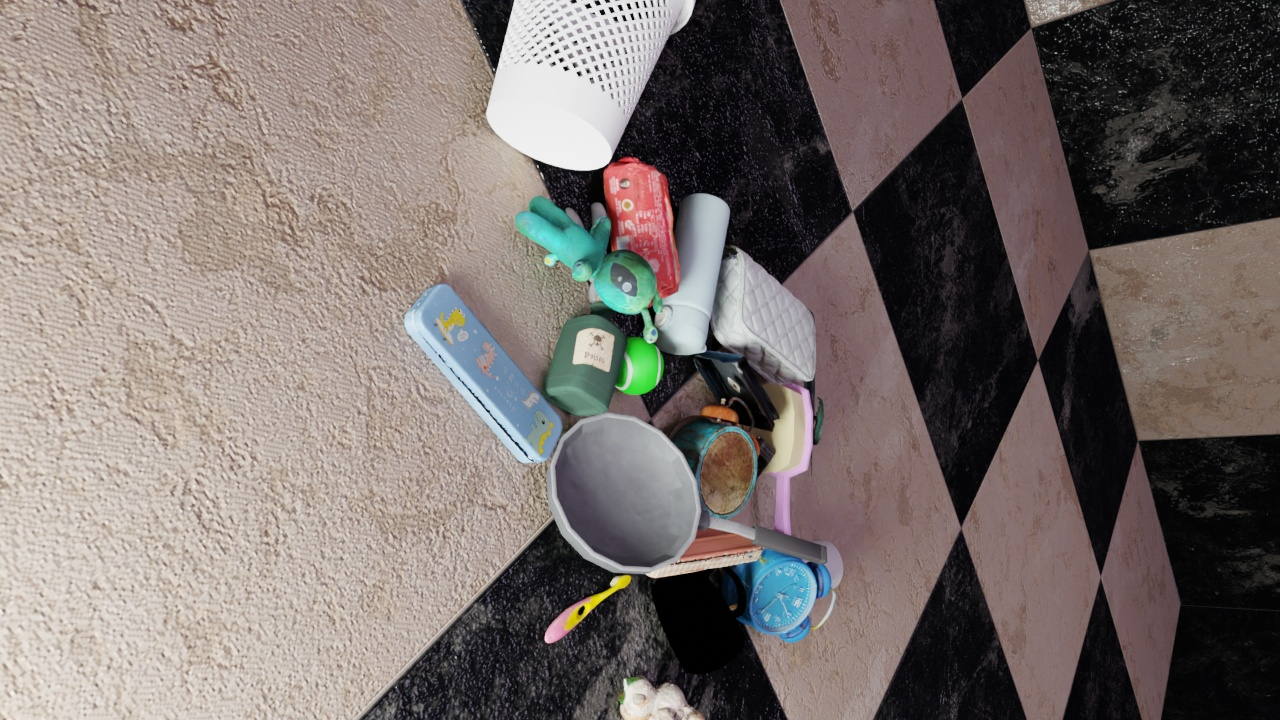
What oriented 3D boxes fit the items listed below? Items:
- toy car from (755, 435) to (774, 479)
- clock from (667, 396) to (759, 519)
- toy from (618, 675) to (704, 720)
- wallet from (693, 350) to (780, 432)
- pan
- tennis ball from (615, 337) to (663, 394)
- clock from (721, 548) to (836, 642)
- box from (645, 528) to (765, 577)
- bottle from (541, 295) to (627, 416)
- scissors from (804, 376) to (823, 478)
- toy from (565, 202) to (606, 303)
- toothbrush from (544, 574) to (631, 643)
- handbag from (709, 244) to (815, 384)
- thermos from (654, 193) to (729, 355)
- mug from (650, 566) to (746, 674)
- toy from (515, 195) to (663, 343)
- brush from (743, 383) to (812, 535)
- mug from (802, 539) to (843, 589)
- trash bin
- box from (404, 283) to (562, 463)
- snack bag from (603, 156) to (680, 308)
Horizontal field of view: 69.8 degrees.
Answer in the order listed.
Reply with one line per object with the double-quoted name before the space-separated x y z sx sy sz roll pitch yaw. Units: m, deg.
"toy car" 0.136 0.143 1.184 0.092 0.037 0.040 -49 128 -3
"clock" 0.088 0.116 1.121 0.121 0.073 0.157 51 61 -35
"toy" 0.018 0.387 1.001 0.106 0.085 0.074 45 81 -10
"wallet" 0.124 0.035 1.165 0.026 0.089 0.115 -43 118 -22
"pan" 0.056 0.173 1.007 0.357 0.041 0.178 20 52 -21
"tennis ball" -0.006 0.006 1.038 0.065 0.065 0.065 11 76 -48
"clock" 0.181 0.296 1.172 0.161 0.060 0.117 24 92 -26
"box" 0.059 0.216 1.060 0.186 0.085 0.048 4 108 -40
"bottle" -0.054 -0.011 0.988 0.061 0.061 0.131 37 57 -37
"scissors" 0.244 0.064 1.295 0.202 0.015 0.201 83 10 -61
"toy" -0.053 -0.120 1.032 0.049 0.030 0.112 -14 99 -22
"toothbrush" -0.057 0.262 0.978 0.135 0.016 0.021 -26 106 -46
"handbag" 0.163 -0.055 1.245 0.194 0.073 0.138 35 50 -40
"thermos" 0.063 -0.105 1.138 0.078 0.065 0.206 34 60 -42
"mug" 0.073 0.286 1.065 0.112 0.085 0.104 -34 104 -25
"toy" -0.048 -0.101 0.976 0.193 0.073 0.130 36 34 -8
"brush" 0.181 0.143 1.220 0.043 0.089 0.228 12 77 -43
"mug" 0.216 0.302 1.261 0.089 0.071 0.107 2 111 -39
"trash bin" -0.063 -0.319 0.947 0.195 0.196 0.199 30 71 -43
"box" -0.145 0.015 0.897 0.209 0.037 0.065 55 45 -29
"snack bag" 0.003 -0.150 1.061 0.082 0.082 0.176 -8 91 -50
